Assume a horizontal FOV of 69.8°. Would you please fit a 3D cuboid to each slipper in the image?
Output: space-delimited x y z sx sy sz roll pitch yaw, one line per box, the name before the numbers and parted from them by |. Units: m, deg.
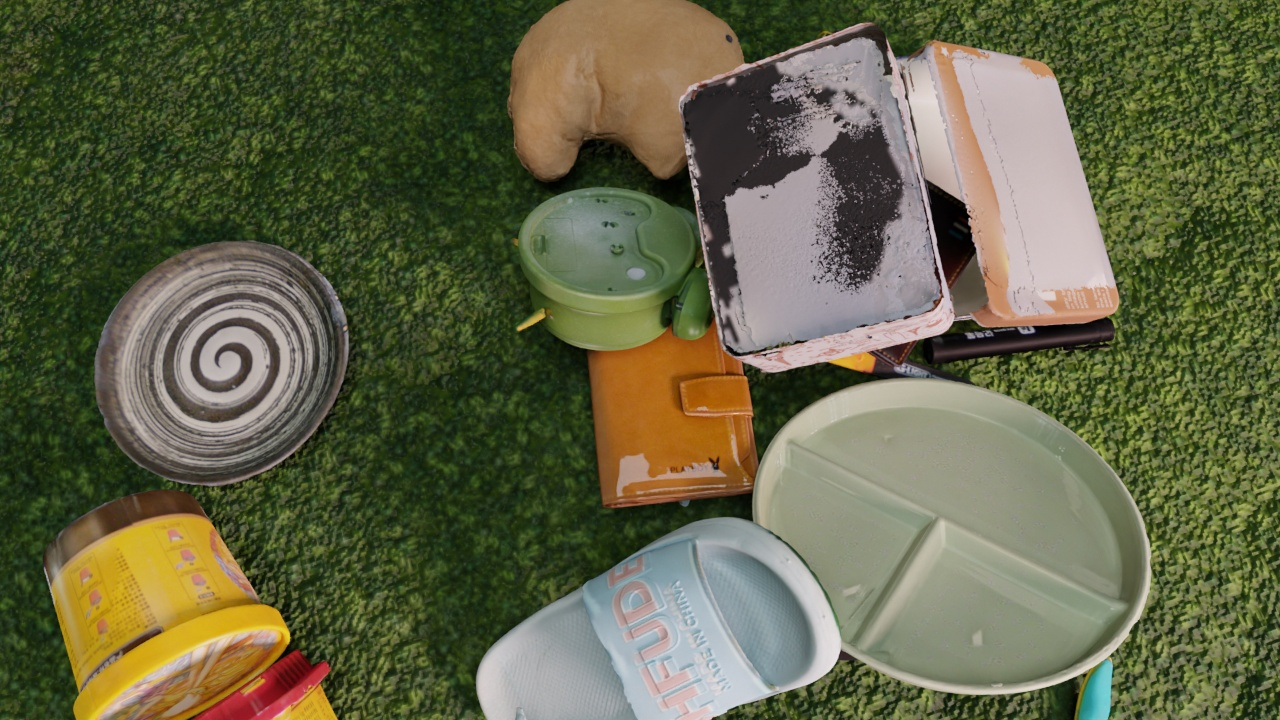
slipper | -0.007 0.167 0.526 0.246 0.074 0.104 -29 80 26

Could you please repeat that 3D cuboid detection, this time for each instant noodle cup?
instant noodle cup | -0.219 0.255 0.539 0.116 0.116 0.123 -33 88 -9
instant noodle cup | -0.298 0.152 0.565 0.118 0.118 0.114 -35 70 -8

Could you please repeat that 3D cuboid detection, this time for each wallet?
wallet | 0.027 0.030 0.620 0.119 0.035 0.130 -6 70 -3
wallet | 0.164 -0.068 0.618 0.096 0.020 0.122 34 81 10

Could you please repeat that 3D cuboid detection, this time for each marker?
marker | 0.176 0.005 0.645 0.124 0.015 0.018 17 82 3
marker | 0.266 -0.013 0.647 0.132 0.020 0.022 -6 99 -2

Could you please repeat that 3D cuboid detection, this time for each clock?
clock | -0.006 -0.061 0.616 0.161 0.056 0.116 -3 47 -7

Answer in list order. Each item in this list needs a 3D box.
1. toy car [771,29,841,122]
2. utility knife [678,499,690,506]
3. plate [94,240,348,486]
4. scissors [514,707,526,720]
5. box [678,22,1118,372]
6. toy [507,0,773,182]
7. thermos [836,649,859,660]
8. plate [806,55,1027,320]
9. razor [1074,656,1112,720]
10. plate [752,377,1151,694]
toy car | 0.127 -0.212 0.694 0.106 0.031 0.049 -34 48 -11
utility knife | -0.004 0.004 0.646 0.031 0.021 0.208 -23 69 -3
plate | -0.293 0.000 0.651 0.179 0.024 0.179 -1 75 2
scissors | -0.088 0.268 0.555 0.131 0.017 0.133 13 100 23
box | 0.163 -0.099 0.558 0.271 0.133 0.179 -8 79 -6
toy | 0.013 -0.196 0.656 0.226 0.082 0.143 3 88 14
thermos | 0.148 0.143 0.582 0.242 0.068 0.089 -1 61 1
plate | 0.206 -0.120 0.664 0.205 0.045 0.204 -1 74 2
razor | 0.283 0.251 0.568 0.043 0.028 0.132 11 77 -20
plate | 0.184 0.099 0.562 0.230 0.028 0.229 -2 45 2
